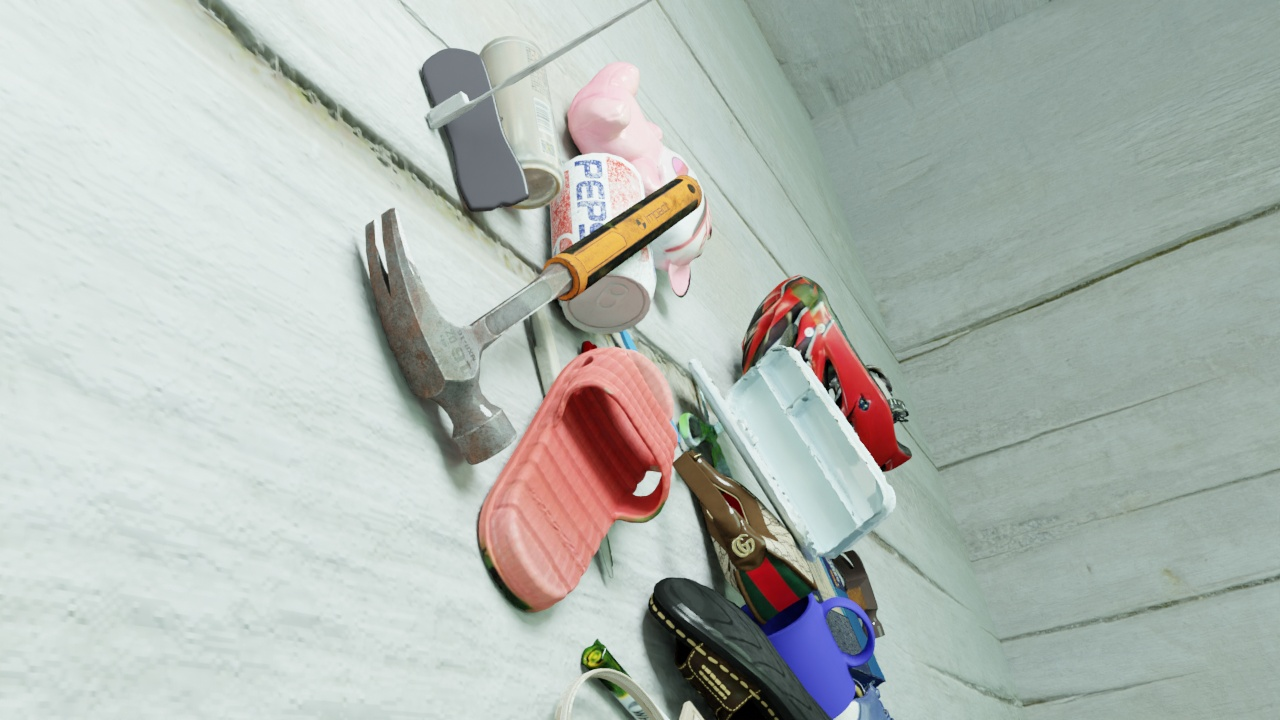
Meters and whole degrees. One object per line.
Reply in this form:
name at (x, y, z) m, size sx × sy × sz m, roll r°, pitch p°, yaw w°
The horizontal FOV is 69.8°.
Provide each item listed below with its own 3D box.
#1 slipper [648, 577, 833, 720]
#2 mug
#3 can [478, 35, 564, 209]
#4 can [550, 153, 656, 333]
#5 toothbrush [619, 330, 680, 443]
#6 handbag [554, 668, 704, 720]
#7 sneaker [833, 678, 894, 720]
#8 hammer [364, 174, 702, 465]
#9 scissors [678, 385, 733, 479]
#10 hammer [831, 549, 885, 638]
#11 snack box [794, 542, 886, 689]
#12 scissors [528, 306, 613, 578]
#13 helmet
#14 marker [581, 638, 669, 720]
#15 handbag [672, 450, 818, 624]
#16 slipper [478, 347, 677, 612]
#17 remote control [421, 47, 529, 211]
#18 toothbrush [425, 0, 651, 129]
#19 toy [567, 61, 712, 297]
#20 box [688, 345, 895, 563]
slipper at (0.087, 0.261, 0.651) m, size 0.268 × 0.076 × 0.113 m, roll 50°, pitch 5°, yaw -10°
mug at (0.135, 0.234, 0.740) m, size 0.083 × 0.111 × 0.079 m, roll 64°, pitch 8°, yaw -7°
can at (-0.092, -0.181, 0.697) m, size 0.054 × 0.054 × 0.135 m, roll 37°, pitch 35°, yaw -54°
can at (-0.031, -0.094, 0.722) m, size 0.078 × 0.078 × 0.136 m, roll 46°, pitch 29°, yaw -45°
toothbrush at (-0.005, 0.005, 0.786) m, size 0.167 × 0.014 × 0.016 m, roll 63°, pitch 20°, yaw -22°
handbag at (0.016, 0.257, 0.503) m, size 0.198 × 0.062 × 0.175 m, roll 56°, pitch 25°, yaw -8°
sneaker at (0.207, 0.350, 0.846) m, size 0.232 × 0.092 × 0.118 m, roll 11°, pitch 56°, yaw -57°
hammer at (-0.046, -0.072, 0.592) m, size 0.138 × 0.035 × 0.313 m, roll 60°, pitch 39°, yaw -11°
scissors at (0.069, 0.077, 0.895) m, size 0.167 × 0.023 × 0.171 m, roll 64°, pitch 19°, yaw 5°
hammer at (0.224, 0.289, 1.030) m, size 0.322 × 0.033 × 0.115 m, roll 4°, pitch 66°, yaw -67°
snack box at (0.184, 0.249, 0.910) m, size 0.082 × 0.027 × 0.150 m, roll 33°, pitch 26°, yaw -34°
scissors at (-0.044, 0.043, 0.635) m, size 0.179 × 0.015 × 0.187 m, roll 64°, pitch 20°, yaw -12°
helmet at (0.207, 0.027, 1.061) m, size 0.272 × 0.167 × 0.217 m, roll 61°, pitch 5°, yaw -34°
marker at (0.008, 0.222, 0.568) m, size 0.146 × 0.017 × 0.017 m, roll 55°, pitch 23°, yaw -28°
handbag at (0.076, 0.130, 0.743) m, size 0.138 × 0.063 × 0.166 m, roll 55°, pitch 4°, yaw -14°
slipper at (-0.020, 0.057, 0.582) m, size 0.103 × 0.059 × 0.248 m, roll 61°, pitch 28°, yaw -14°
remote control at (-0.116, -0.162, 0.639) m, size 0.009 × 0.046 × 0.124 m, roll 133°, pitch -61°, yaw -69°
toothbrush at (-0.064, -0.200, 0.601) m, size 0.010 × 0.182 × 0.010 m, roll 66°, pitch 15°, yaw 7°
toy at (0.006, -0.177, 0.902) m, size 0.213 × 0.084 × 0.141 m, roll 54°, pitch 26°, yaw -28°
box at (0.114, 0.073, 0.816) m, size 0.124 × 0.107 × 0.215 m, roll 18°, pitch 31°, yaw -41°
